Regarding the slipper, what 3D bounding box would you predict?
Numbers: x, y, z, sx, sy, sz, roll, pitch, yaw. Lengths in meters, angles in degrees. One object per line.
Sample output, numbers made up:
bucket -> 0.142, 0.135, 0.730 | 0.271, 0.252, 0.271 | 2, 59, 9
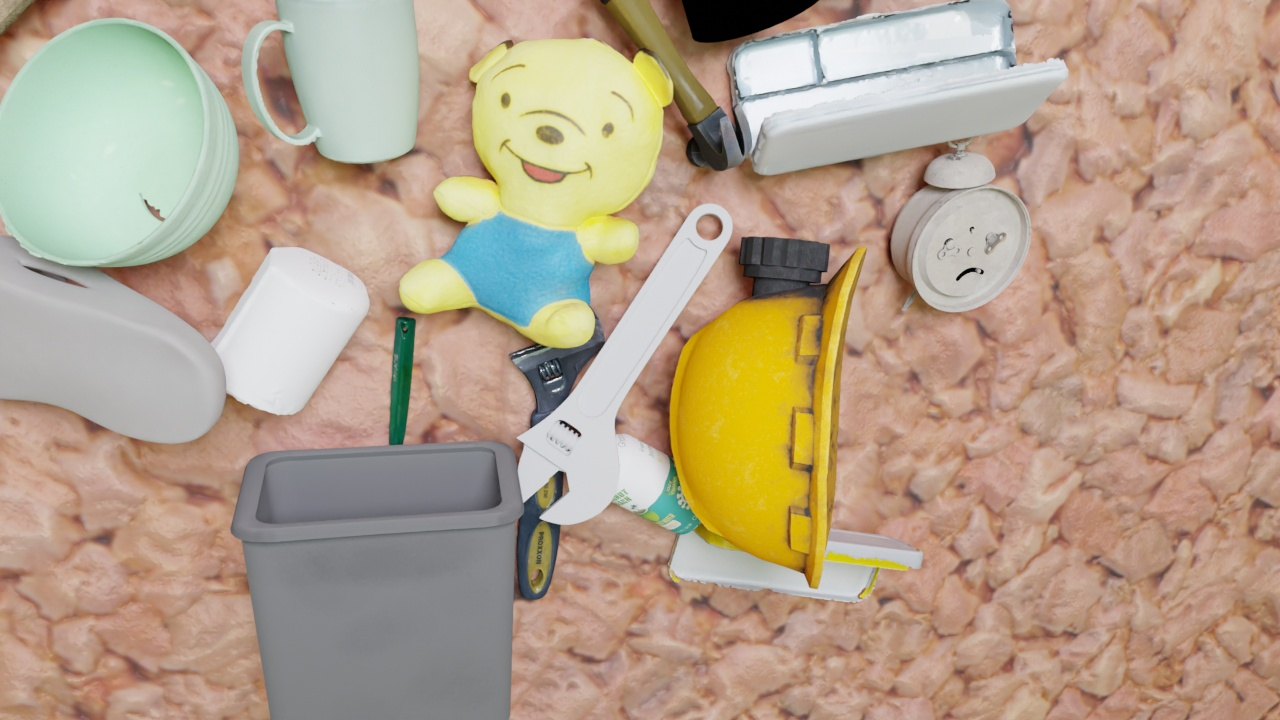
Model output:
slipper -> -0.378, -0.029, 0.592 | 0.266, 0.080, 0.113 | 16, 123, 5

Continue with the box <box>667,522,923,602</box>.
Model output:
box -> 0.137, 0.171, 0.816 | 0.209, 0.057, 0.117 | 10, 146, -18

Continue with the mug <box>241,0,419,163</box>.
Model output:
mug -> -0.193, -0.180, 0.576 | 0.111, 0.084, 0.104 | -27, 131, -38

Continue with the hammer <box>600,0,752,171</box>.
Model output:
hammer -> -0.029, -0.260, 0.588 | 0.025, 0.118, 0.333 | -39, 109, -3

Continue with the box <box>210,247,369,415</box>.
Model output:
box -> -0.267, -0.002, 0.641 | 0.092, 0.083, 0.166 | 27, 103, -32

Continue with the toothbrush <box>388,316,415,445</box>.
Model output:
toothbrush -> -0.189, 0.058, 0.712 | 0.016, 0.017, 0.190 | 5, 109, -14

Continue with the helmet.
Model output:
helmet -> 0.090, 0.036, 0.696 | 0.131, 0.205, 0.255 | 7, 94, 13

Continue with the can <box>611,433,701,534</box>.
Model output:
can -> 0.007, 0.101, 0.755 | 0.101, 0.055, 0.055 | 30, 101, -22

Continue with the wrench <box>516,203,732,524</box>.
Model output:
wrench -> -0.004, 0.004, 0.703 | 0.086, 0.018, 0.273 | 34, 92, 0

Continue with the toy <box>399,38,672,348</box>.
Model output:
toy -> -0.067, -0.119, 0.634 | 0.149, 0.084, 0.214 | 18, 104, 0

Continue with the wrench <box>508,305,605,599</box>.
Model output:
wrench -> -0.075, 0.073, 0.743 | 0.073, 0.022, 0.274 | 0, 110, -20

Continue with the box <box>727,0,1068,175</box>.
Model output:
box -> 0.173, -0.187, 0.621 | 0.215, 0.127, 0.106 | -11, 104, 3

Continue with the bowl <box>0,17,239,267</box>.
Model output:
bowl -> -0.310, -0.124, 0.566 | 0.151, 0.077, 0.150 | -2, 82, 13

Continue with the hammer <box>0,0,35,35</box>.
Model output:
hammer -> -0.378, -0.204, 0.536 | 0.319, 0.121, 0.049 | -37, 159, 10

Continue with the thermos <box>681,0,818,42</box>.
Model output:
thermos -> 0.045, -0.311, 0.569 | 0.086, 0.086, 0.198 | -17, 94, -7

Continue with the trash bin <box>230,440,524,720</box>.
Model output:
trash bin -> -0.191, 0.180, 0.699 | 0.191, 0.097, 0.220 | -2, 120, -13

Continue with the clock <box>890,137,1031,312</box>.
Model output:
clock -> 0.249, -0.116, 0.730 | 0.103, 0.061, 0.157 | -15, 121, -10
